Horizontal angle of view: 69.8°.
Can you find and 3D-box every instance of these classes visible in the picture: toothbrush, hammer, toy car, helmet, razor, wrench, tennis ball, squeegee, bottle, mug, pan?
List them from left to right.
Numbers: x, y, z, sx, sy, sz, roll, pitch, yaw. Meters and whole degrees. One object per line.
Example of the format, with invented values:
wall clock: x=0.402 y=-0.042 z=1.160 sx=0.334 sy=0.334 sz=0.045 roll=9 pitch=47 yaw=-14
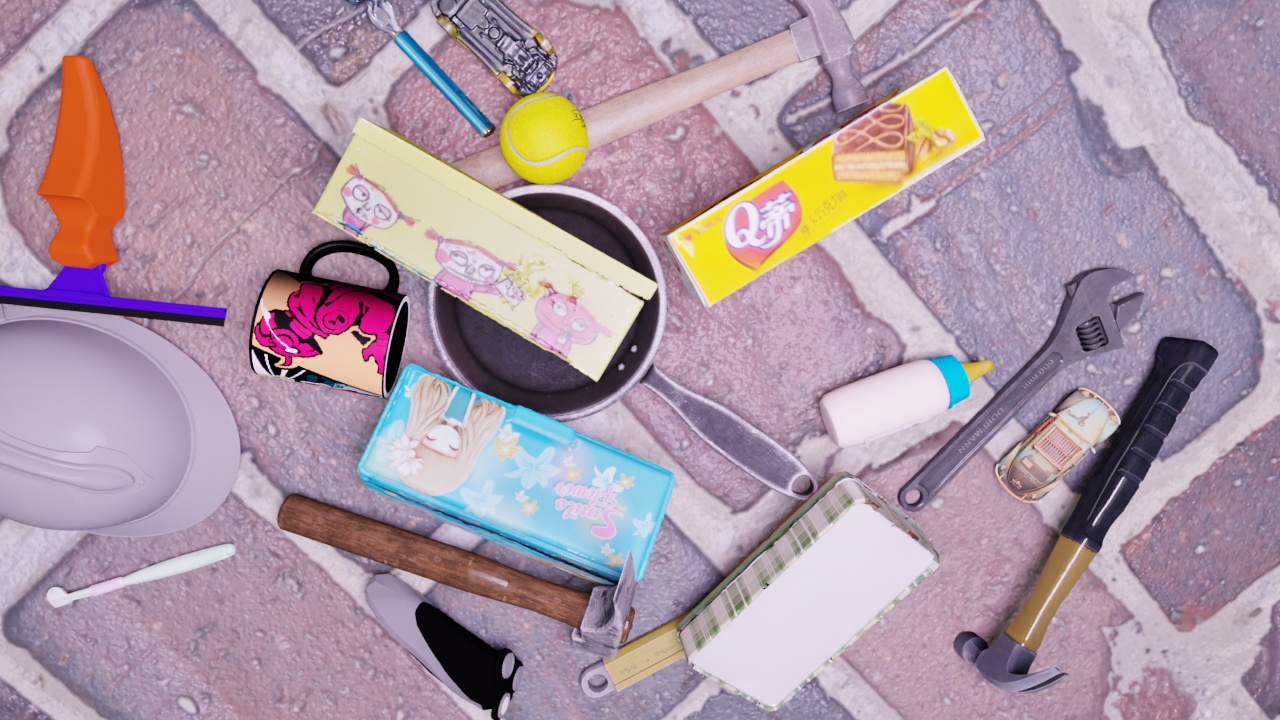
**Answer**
helmet: x=-0.450 y=0.052 z=0.681 sx=0.271 sy=0.117 sz=0.183 roll=24 pitch=98 yaw=-6
squeegee: x=-0.414 y=-0.130 z=0.683 sx=0.250 sy=0.055 sz=0.185 roll=6 pitch=100 yaw=10
toothbrush: x=-0.411 y=0.177 z=0.760 sx=0.155 sy=0.015 sz=0.022 roll=-15 pitch=131 yaw=-2
mug: x=-0.232 y=-0.037 z=0.707 sx=0.098 sy=0.082 sz=0.117 roll=11 pitch=72 yaw=-6
razor: x=-0.164 y=-0.229 z=0.701 sx=0.144 sy=0.022 sz=0.042 roll=49 pitch=57 yaw=-14
razor: x=-0.167 y=0.235 z=0.771 sx=0.156 sy=0.057 sz=0.060 roll=33 pitch=125 yaw=-1
hammer: x=-0.146 y=0.149 z=0.705 sx=0.300 sy=0.218 sz=0.037 roll=17 pitch=63 yaw=4
toy car: x=-0.110 y=-0.247 z=0.695 sx=0.107 sy=0.030 sz=0.049 roll=43 pitch=96 yaw=-12
tennis ball: x=-0.071 y=-0.163 z=0.675 sx=0.065 sy=0.065 sz=0.065 roll=-1 pitch=100 yaw=-4
pan: x=-0.004 y=0.004 z=0.736 sx=0.357 sy=0.055 sz=0.187 roll=35 pitch=96 yaw=-9
hammer: x=0.007 y=-0.199 z=0.720 sx=0.331 sy=0.030 sz=0.119 roll=-22 pitch=101 yaw=3
wrench: x=0.067 y=0.219 z=0.800 sx=0.273 sy=0.018 sz=0.083 roll=-27 pitch=101 yaw=1
bottle: x=0.223 y=0.028 z=0.759 sx=0.146 sy=0.051 sz=0.051 roll=-20 pitch=101 yaw=0
wrench: x=0.321 y=0.028 z=0.784 sx=0.073 sy=0.018 sz=0.273 roll=42 pitch=96 yaw=-10
toy car: x=0.353 y=0.072 z=0.772 sx=0.112 sy=0.047 sz=0.047 roll=-46 pitch=75 yaw=4
hammer: x=0.381 y=0.130 z=0.768 sx=0.025 sy=0.118 sz=0.333 roll=30 pitch=92 yaw=-11

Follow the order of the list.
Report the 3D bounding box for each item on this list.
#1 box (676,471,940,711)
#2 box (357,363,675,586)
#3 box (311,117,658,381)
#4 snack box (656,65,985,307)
box: x=0.136 y=0.192 z=0.756 sx=0.117 sy=0.049 sz=0.206 roll=35 pitch=104 yaw=-24
box: x=-0.102 y=0.101 z=0.740 sx=0.227 sy=0.122 sz=0.097 roll=23 pitch=70 yaw=-7
box: x=-0.103 y=-0.079 z=0.644 sx=0.221 sy=0.124 sz=0.081 roll=32 pitch=95 yaw=-3
snack box: x=0.128 y=-0.127 z=0.694 sx=0.230 sy=0.110 sz=0.061 roll=-31 pitch=98 yaw=2
